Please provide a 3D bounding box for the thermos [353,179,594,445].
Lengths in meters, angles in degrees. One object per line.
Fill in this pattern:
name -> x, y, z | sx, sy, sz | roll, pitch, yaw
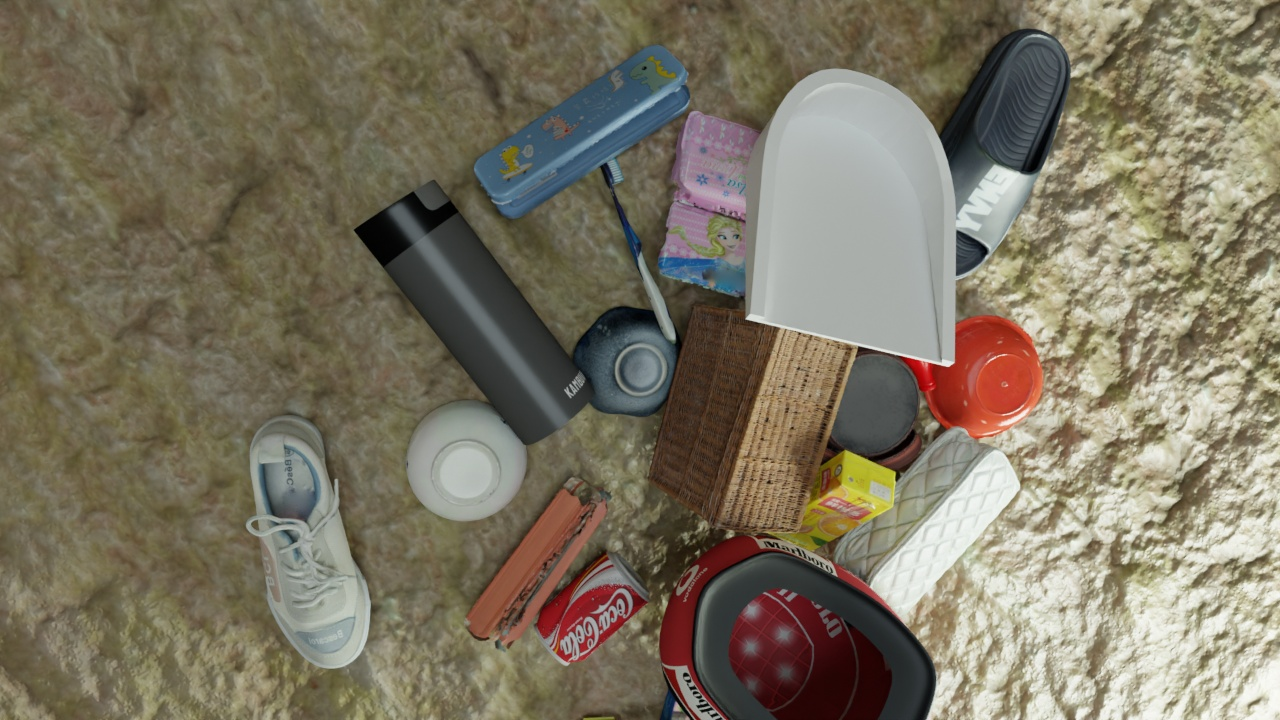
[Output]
thermos -> -0.145, -0.043, 0.817 | 0.082, 0.082, 0.240 | -37, 103, -3

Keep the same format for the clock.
clock -> 0.212, 0.052, 0.898 | 0.120, 0.072, 0.158 | -3, 98, -9

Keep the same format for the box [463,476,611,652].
box -> -0.088, 0.199, 0.883 | 0.188, 0.056, 0.064 | -52, 139, 3

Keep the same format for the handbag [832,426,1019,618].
handbag -> 0.284, 0.161, 0.916 | 0.195, 0.072, 0.139 | -46, 135, -1

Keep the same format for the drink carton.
drink carton -> 0.179, 0.137, 0.876 | 0.058, 0.135, 0.042 | 24, 54, -13

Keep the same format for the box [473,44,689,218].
box -> -0.052, -0.209, 0.817 | 0.210, 0.059, 0.068 | -33, 85, -4

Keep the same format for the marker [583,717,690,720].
marker -> -0.001, 0.366, 0.915 | 0.124, 0.017, 0.021 | -7, 58, 12

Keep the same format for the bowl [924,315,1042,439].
bowl -> 0.358, 0.020, 0.933 | 0.130, 0.045, 0.130 | -1, 99, -9

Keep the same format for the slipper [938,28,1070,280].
slipper -> 0.346, -0.195, 0.881 | 0.110, 0.083, 0.268 | 26, 92, -14

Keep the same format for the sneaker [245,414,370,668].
sneaker -> -0.302, 0.173, 0.818 | 0.089, 0.091, 0.242 | -11, 101, -9

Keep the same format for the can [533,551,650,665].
can -> -0.047, 0.239, 0.885 | 0.105, 0.064, 0.064 | -41, 103, -2

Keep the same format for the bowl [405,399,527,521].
bowl -> -0.160, 0.097, 0.845 | 0.113, 0.063, 0.113 | -1, 98, -9

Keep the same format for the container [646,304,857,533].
container -> 0.097, 0.050, 0.839 | 0.113, 0.113, 0.198 | 12, 96, -41

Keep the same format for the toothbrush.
toothbrush -> -0.001, -0.104, 0.847 | 0.017, 0.016, 0.189 | -19, 86, -17

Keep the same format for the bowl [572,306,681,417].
bowl -> -0.005, 0.005, 0.863 | 0.110, 0.055, 0.110 | -2, 99, -10

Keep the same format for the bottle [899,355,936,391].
bottle -> 0.270, -0.026, 0.915 | 0.036, 0.036, 0.119 | -22, 102, -6

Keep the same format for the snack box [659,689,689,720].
snack box -> 0.059, 0.396, 0.943 | 0.088, 0.033, 0.154 | 15, 95, -10

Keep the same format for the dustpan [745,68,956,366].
dustpan -> 0.191, -0.138, 0.804 | 0.191, 0.053, 0.257 | 12, 61, -15

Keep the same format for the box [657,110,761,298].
box -> 0.135, -0.125, 0.850 | 0.230, 0.035, 0.159 | 15, 72, -12

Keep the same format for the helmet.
helmet -> 0.127, 0.270, 0.829 | 0.271, 0.225, 0.197 | 38, 76, -6
